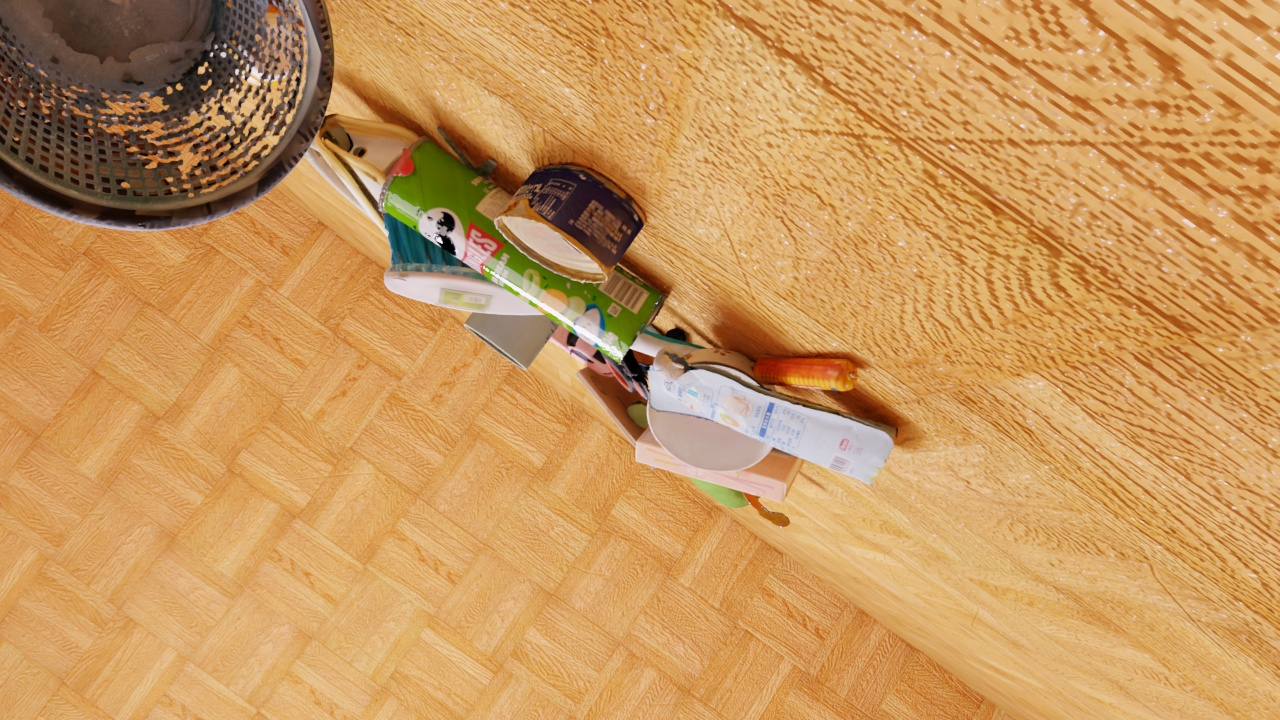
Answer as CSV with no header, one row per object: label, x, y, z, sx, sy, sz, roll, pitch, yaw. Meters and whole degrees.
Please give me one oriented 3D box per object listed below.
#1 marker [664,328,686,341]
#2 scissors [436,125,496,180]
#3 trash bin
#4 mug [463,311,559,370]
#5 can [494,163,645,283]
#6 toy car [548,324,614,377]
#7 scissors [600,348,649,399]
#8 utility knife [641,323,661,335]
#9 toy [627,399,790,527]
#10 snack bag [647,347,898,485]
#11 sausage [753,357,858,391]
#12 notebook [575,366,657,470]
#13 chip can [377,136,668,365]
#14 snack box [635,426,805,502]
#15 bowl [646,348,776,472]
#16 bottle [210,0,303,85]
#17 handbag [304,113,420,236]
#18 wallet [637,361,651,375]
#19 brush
marker,0.037,-0.006,0.902,0.022,0.020,0.132,54,176,13
scissors,-0.132,-0.152,0.787,0.128,0.017,0.133,40,168,-17
trash bin,-0.340,-0.228,0.599,0.195,0.226,0.226,46,-178,44
mug,-0.124,-0.054,0.982,0.082,0.106,0.112,35,172,-2
can,-0.051,-0.096,0.642,0.074,0.049,0.148,39,172,-24
toy car,-0.066,-0.027,1.092,0.122,0.056,0.037,33,176,20
scissors,-0.004,0.013,0.931,0.221,0.021,0.222,57,171,3
utility knife,-0.027,-0.040,0.992,0.029,0.013,0.210,59,163,-24
toy,0.093,0.115,1.134,0.247,0.090,0.227,46,-179,-40
snack bag,0.094,0.042,0.701,0.191,0.038,0.110,19,167,11
sausage,0.114,0.009,0.655,0.021,0.021,0.165,37,172,-11
notebook,-0.010,0.059,1.164,0.148,0.008,0.207,51,-169,2
chip can,-0.094,-0.088,0.745,0.236,0.072,0.072,33,173,-2
snack box,0.082,0.092,0.930,0.157,0.026,0.084,13,-152,20
bowl,0.067,0.034,0.789,0.113,0.114,0.062,37,-145,-8
bottle,-0.323,-0.264,0.746,0.108,0.063,0.063,30,170,35
handbag,-0.250,-0.157,0.873,0.179,0.063,0.163,21,157,30
wallet,0.057,0.035,0.984,0.122,0.020,0.096,29,175,-25
brush,-0.072,-0.058,0.812,0.314,0.109,0.061,8,144,-15
